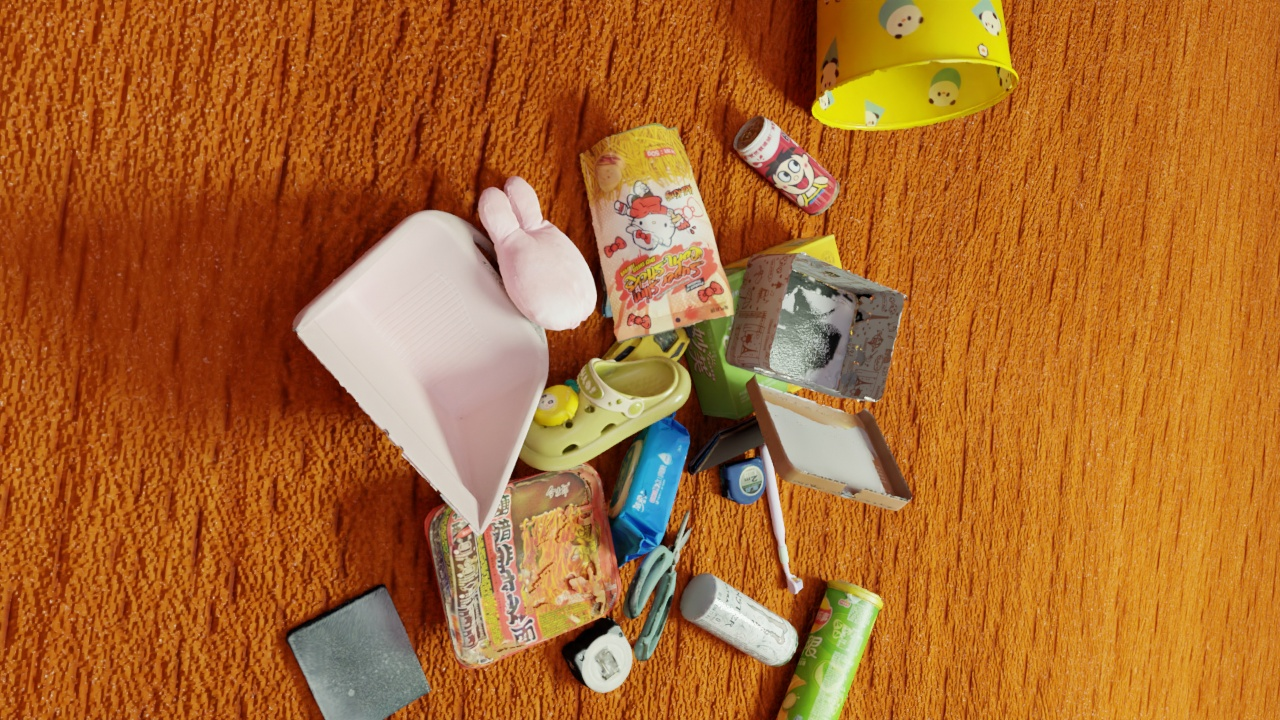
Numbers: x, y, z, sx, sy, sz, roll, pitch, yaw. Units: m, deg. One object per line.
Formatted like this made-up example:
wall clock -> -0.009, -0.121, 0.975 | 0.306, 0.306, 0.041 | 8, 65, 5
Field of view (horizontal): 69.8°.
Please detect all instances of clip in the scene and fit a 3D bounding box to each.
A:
clip -> -0.030, -0.074, 0.981 | 0.024, 0.030, 0.057 | -8, 102, -26

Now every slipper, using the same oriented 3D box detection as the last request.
slipper -> -0.042, 0.033, 0.902 | 0.190, 0.091, 0.082 | -23, 131, -13

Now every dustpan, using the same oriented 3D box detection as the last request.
dustpan -> -0.160, -0.022, 0.796 | 0.139, 0.273, 0.222 | -36, 115, 0

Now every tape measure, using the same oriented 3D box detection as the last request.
tape measure -> 0.120, 0.141, 1.077 | 0.058, 0.025, 0.054 | -11, 99, -28
tape measure -> -0.042, 0.317, 0.978 | 0.065, 0.034, 0.066 | -34, 108, -25

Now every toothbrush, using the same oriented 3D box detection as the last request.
toothbrush -> 0.169, 0.191, 1.113 | 0.021, 0.029, 0.189 | -12, 99, 7

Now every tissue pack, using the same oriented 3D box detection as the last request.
tissue pack -> 0.004, 0.133, 0.949 | 0.052, 0.095, 0.156 | 21, 64, -7

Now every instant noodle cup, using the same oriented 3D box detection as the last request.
instant noodle cup -> -0.118, 0.192, 0.900 | 0.188, 0.079, 0.164 | -14, 99, -30

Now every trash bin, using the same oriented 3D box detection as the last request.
trash bin -> 0.307, -0.427, 1.069 | 0.229, 0.230, 0.255 | -2, 87, -32

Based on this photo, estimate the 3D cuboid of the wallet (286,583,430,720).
wallet -> -0.260, 0.281, 0.851 | 0.097, 0.019, 0.121 | -25, 103, -28

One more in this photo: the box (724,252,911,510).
box -> 0.191, 0.021, 0.975 | 0.178, 0.124, 0.273 | 17, 62, -31

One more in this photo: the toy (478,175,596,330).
toy -> -0.101, -0.103, 0.903 | 0.159, 0.054, 0.121 | 62, 31, -10

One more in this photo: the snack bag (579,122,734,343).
snack bag -> 0.013, -0.131, 0.948 | 0.128, 0.073, 0.207 | -14, 85, -1

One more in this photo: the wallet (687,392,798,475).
wallet -> 0.118, 0.085, 1.041 | 0.122, 0.097, 0.020 | -21, 65, -31

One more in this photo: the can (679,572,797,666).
can -> 0.115, 0.301, 1.060 | 0.146, 0.058, 0.058 | 36, 73, -27

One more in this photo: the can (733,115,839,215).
can -> 0.172, -0.229, 1.081 | 0.132, 0.053, 0.053 | 33, 74, -28

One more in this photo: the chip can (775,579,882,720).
chip can -> 0.225, 0.383, 1.123 | 0.072, 0.073, 0.221 | 33, 74, -28

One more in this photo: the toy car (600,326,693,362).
toy car -> -0.006, 0.006, 0.986 | 0.155, 0.041, 0.071 | -48, 113, -19

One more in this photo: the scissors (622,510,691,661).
scissors -> 0.017, 0.234, 0.975 | 0.172, 0.019, 0.179 | -70, 158, -11

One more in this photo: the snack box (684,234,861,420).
snack box -> 0.149, -0.042, 1.063 | 0.209, 0.070, 0.158 | -24, 104, -29
